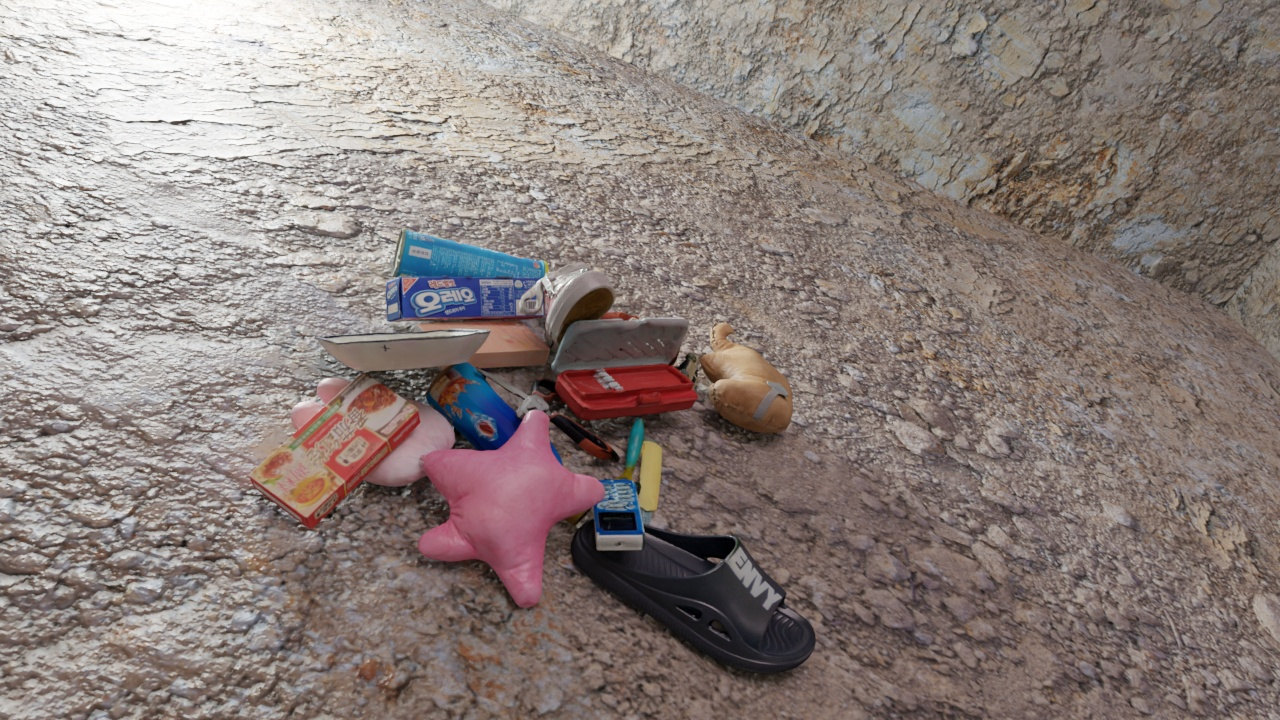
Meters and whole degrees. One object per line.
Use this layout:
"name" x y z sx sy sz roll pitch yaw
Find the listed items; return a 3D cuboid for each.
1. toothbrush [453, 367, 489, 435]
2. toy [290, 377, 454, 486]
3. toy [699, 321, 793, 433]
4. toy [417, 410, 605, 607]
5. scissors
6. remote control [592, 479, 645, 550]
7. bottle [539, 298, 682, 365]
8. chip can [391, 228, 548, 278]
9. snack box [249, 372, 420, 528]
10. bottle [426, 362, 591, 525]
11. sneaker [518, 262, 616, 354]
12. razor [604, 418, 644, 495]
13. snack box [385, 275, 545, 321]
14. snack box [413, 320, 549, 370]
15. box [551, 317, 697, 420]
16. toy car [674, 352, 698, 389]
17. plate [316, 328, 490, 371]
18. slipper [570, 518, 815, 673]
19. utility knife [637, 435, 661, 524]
"toothbrush" -0.200 0.036 1.114 0.014 0.017 0.188 19 27 -6
"toy" -0.275 0.072 0.954 0.159 0.054 0.121 26 36 4
"toy" 0.153 0.025 1.326 0.143 0.083 0.225 29 23 -20
"toy" -0.135 0.129 0.910 0.178 0.075 0.194 30 56 3
"scissors" -0.110 0.053 1.077 0.225 0.015 0.189 37 10 -30
"remote control" -0.025 0.159 0.947 0.049 0.024 0.124 0 18 -5
"bottle" -0.043 -0.045 1.325 0.206 0.060 0.059 16 29 -4
"chip can" -0.241 -0.129 1.304 0.210 0.071 0.071 11 31 -20
"snack box" -0.292 0.084 0.887 0.075 0.026 0.152 31 56 15
"bottle" -0.139 0.093 0.998 0.218 0.065 0.065 42 32 12
"sneaker" -0.097 -0.076 1.175 0.118 0.241 0.088 -30 85 -15
"razor" -0.011 0.115 1.100 0.043 0.028 0.132 3 34 9
"snack box" -0.229 -0.081 1.215 0.207 0.057 0.058 -3 0 -34
"snack box" -0.204 -0.021 1.186 0.157 0.026 0.084 -3 31 -40
"box" -0.007 0.008 1.156 0.200 0.100 0.094 -4 39 -42
"toy car" 0.061 0.024 1.300 0.035 0.042 0.090 42 31 -12
"plate" -0.263 -0.013 1.007 0.161 0.034 0.266 -5 4 -26
"slipper" 0.058 0.219 0.925 0.268 0.083 0.110 26 28 9
"utility knife" 0.009 0.140 1.088 0.031 0.019 0.178 17 23 -4
